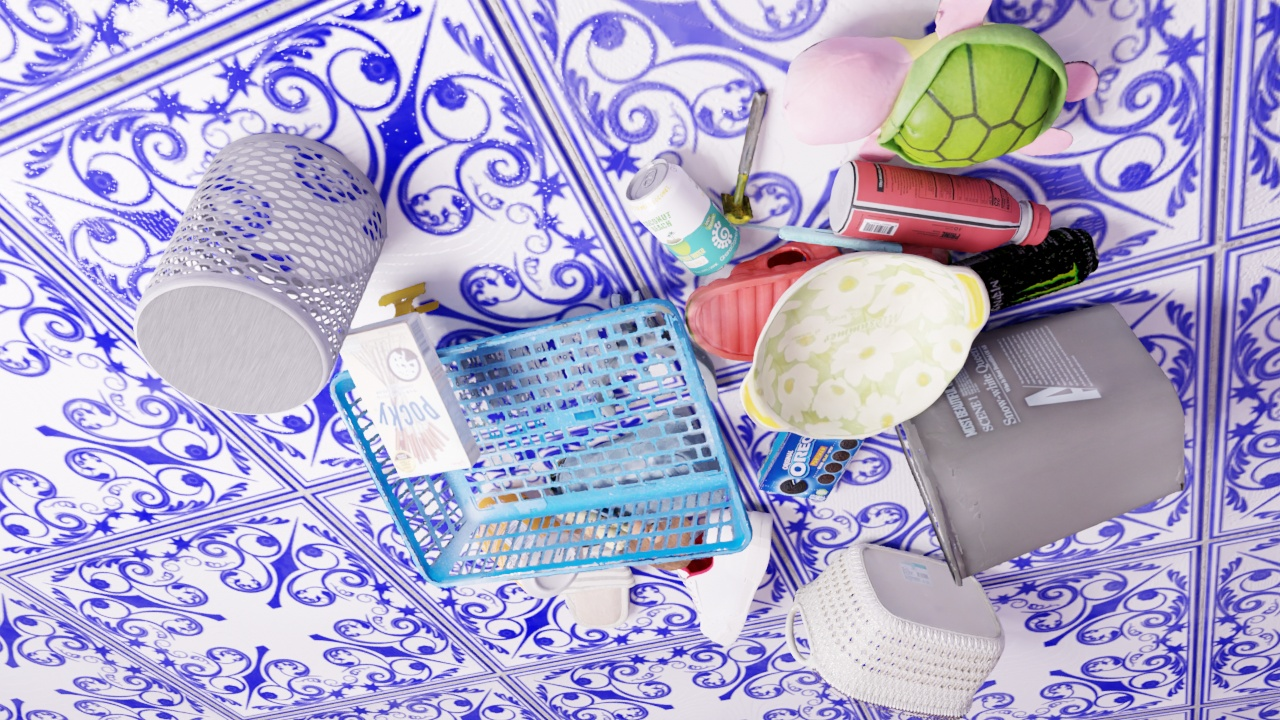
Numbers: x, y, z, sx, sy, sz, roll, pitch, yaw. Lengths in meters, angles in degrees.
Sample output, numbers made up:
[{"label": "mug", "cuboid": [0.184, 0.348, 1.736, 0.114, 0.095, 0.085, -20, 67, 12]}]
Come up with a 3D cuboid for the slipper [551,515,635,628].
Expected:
[{"label": "slipper", "cuboid": [-0.065, 0.278, 1.184, 0.114, 0.054, 0.273, -8, 135, 2]}]

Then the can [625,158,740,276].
[{"label": "can", "cuboid": [0.037, -0.120, 0.778, 0.055, 0.054, 0.101, -30, 128, 27]}]

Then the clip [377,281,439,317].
[{"label": "clip", "cuboid": [-0.221, -0.046, 0.870, 0.054, 0.048, 0.046, -15, 88, 14]}]

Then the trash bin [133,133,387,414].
[{"label": "trash bin", "cuboid": [-0.303, -0.068, 0.746, 0.156, 0.183, 0.157, 0, 135, 0]}]

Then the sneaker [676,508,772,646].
[{"label": "sneaker", "cuboid": [0.090, 0.268, 1.149, 0.104, 0.090, 0.237, 12, 136, 1]}]

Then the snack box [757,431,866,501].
[{"label": "snack box", "cuboid": [0.191, 0.098, 1.012, 0.082, 0.027, 0.151, 10, 134, -8]}]

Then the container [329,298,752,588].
[{"label": "container", "cuboid": [-0.088, 0.077, 0.888, 0.363, 0.089, 0.257, -11, 112, 21]}]

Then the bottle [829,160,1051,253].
[{"label": "bottle", "cuboid": [0.251, -0.124, 0.764, 0.176, 0.062, 0.062, 7, 135, -6]}]

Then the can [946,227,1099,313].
[{"label": "can", "cuboid": [0.324, -0.075, 0.803, 0.137, 0.054, 0.054, -18, 133, -1]}]

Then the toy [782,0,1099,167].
[{"label": "toy", "cuboid": [0.222, -0.195, 0.678, 0.238, 0.087, 0.191, 6, 152, -11]}]

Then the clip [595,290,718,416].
[{"label": "clip", "cuboid": [-0.016, 0.010, 0.928, 0.165, 0.030, 0.172, -28, 127, 23]}]

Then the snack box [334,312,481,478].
[{"label": "snack box", "cuboid": [-0.210, 0.035, 0.835, 0.082, 0.026, 0.150, -12, 111, 22]}]

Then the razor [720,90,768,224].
[{"label": "razor", "cuboid": [0.088, -0.168, 0.749, 0.026, 0.042, 0.106, 7, 125, -3]}]

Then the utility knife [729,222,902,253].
[{"label": "utility knife", "cuboid": [0.148, -0.105, 0.781, 0.147, 0.022, 0.015, 7, 123, -1]}]

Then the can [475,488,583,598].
[{"label": "can", "cuboid": [-0.131, 0.203, 1.037, 0.079, 0.142, 0.079, -14, 114, -33]}]

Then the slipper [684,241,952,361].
[{"label": "slipper", "cuboid": [0.155, -0.066, 0.828, 0.248, 0.059, 0.104, -12, 133, -9]}]

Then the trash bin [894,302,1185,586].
[{"label": "trash bin", "cuboid": [0.368, 0.070, 0.877, 0.220, 0.197, 0.197, -20, 131, 12]}]

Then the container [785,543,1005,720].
[{"label": "container", "cuboid": [0.325, 0.332, 1.147, 0.251, 0.184, 0.143, 16, 121, -17]}]

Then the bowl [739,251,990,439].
[{"label": "bowl", "cuboid": [0.182, -0.022, 0.784, 0.219, 0.060, 0.188, -28, 126, 10]}]

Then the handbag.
[{"label": "handbag", "cuboid": [-0.004, 0.144, 0.999, 0.192, 0.118, 0.122, -20, 130, 30]}]

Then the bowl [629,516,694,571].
[{"label": "bowl", "cuboid": [0.014, 0.210, 1.091, 0.102, 0.026, 0.114, 19, 127, 26]}]
